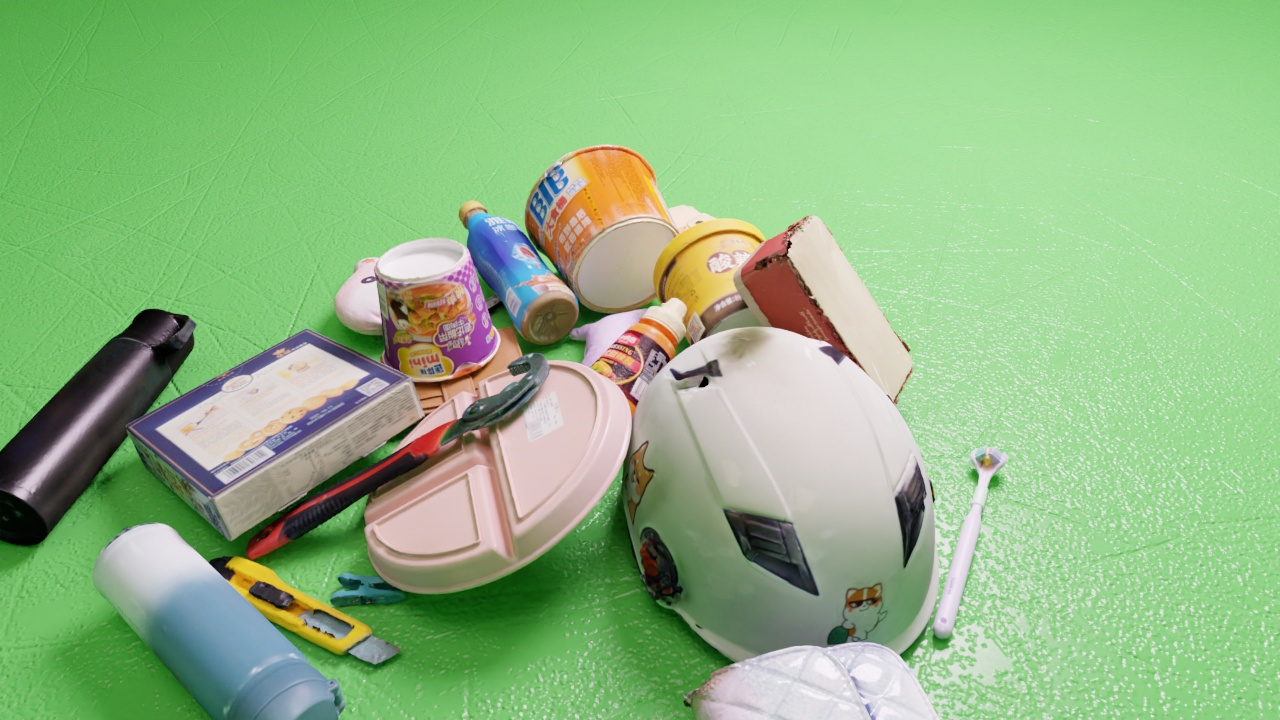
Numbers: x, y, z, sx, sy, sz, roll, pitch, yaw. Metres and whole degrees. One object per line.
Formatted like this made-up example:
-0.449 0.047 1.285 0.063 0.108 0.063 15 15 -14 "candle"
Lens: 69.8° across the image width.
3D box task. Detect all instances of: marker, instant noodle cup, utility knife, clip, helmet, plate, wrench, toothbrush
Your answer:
-0.165 -0.050 0.946 0.018 0.015 0.123 26 43 25 "marker"
-0.031 -0.127 0.938 0.151 0.152 0.111 -16 49 -16 "instant noodle cup"
-0.247 0.177 0.660 0.181 0.015 0.033 17 45 22 "utility knife"
-0.197 0.168 0.671 0.057 0.014 0.047 -2 36 2 "clip"
0.082 -0.053 0.860 0.118 0.119 0.114 -10 47 -10 "instant noodle cup"
0.099 0.073 0.661 0.230 0.157 0.273 -13 40 -13 "helmet"
-0.115 0.077 0.703 0.230 0.028 0.229 -20 33 14 "plate"
-0.189 -0.051 0.835 0.111 0.099 0.111 -3 33 2 "instant noodle cup"
-0.187 0.076 0.718 0.273 0.016 0.056 -33 29 -7 "wrench"
0.246 0.132 0.688 0.029 0.021 0.188 4 39 30 "toothbrush"

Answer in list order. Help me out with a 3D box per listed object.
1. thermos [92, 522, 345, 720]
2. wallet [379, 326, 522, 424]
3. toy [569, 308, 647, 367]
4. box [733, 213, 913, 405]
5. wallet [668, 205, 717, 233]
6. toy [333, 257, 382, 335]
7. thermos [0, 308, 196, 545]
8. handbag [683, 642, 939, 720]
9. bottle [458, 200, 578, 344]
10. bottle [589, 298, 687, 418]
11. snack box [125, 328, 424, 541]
-0.284 0.187 0.610 0.220 0.070 0.070 27 47 32 "thermos"
-0.172 0.015 0.851 0.131 0.031 0.107 -13 38 -11 "wallet"
-0.031 -0.008 0.866 0.084 0.039 0.107 -16 39 12 "toy"
0.165 -0.037 0.779 0.076 0.168 0.091 -27 14 42 "box"
0.058 -0.143 1.044 0.087 0.024 0.115 -23 42 -26 "wallet"
-0.257 -0.077 0.956 0.121 0.054 0.159 -12 31 -13 "toy"
-0.466 0.041 0.790 0.090 0.068 0.241 -26 30 27 "thermos"
0.116 0.249 0.503 0.134 0.076 0.193 -11 39 -11 "handbag"
-0.136 -0.100 0.949 0.065 0.065 0.218 -20 45 -21 "bottle"
-0.005 0.005 0.796 0.067 0.067 0.149 23 66 28 "bottle"
-0.307 0.051 0.771 0.183 0.046 0.177 19 43 41 "snack box"
